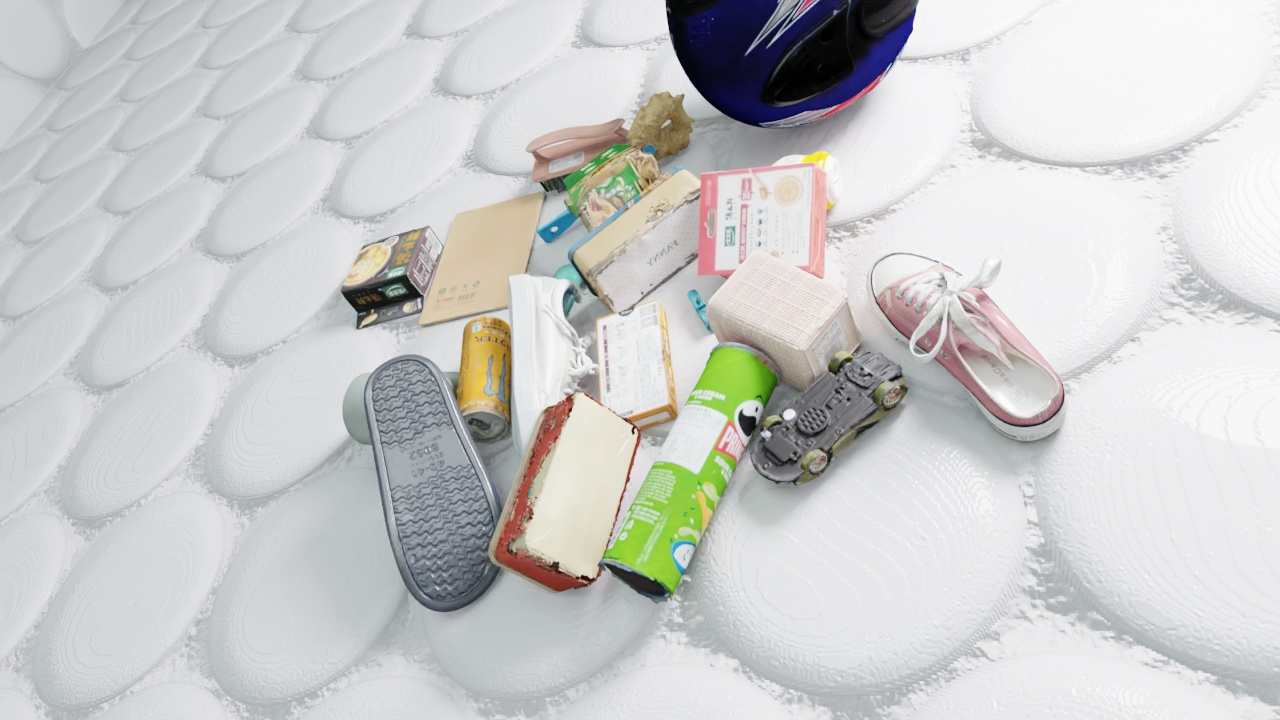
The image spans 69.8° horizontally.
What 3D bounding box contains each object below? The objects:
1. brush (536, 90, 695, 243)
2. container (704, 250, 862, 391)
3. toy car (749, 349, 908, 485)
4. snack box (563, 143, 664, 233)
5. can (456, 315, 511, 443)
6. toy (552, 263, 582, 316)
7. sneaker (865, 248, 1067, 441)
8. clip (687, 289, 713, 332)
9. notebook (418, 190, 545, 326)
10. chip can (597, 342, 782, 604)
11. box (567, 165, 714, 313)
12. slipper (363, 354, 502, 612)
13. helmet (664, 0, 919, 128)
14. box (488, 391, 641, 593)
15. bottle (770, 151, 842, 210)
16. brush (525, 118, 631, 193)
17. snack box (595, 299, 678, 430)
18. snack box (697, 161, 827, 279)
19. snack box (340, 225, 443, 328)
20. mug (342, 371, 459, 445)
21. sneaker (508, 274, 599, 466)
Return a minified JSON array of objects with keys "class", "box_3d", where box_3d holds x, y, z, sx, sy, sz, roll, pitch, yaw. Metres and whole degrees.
[{"class":"brush","box_3d":[-0.031,-0.240,1.164,0.254,0.083,0.046,-43,46,2]},{"class":"container","box_3d":[0.138,-0.034,0.866,0.111,0.090,0.090,29,71,40]},{"class":"toy car","box_3d":[0.165,0.051,0.808,0.158,0.042,0.070,-39,44,-7]},{"class":"snack box","box_3d":[-0.030,-0.192,1.095,0.117,0.118,0.105,-35,31,-2]},{"class":"can","box_3d":[-0.173,0.019,1.021,0.058,0.058,0.145,-19,46,15]},{"class":"toy","box_3d":[-0.097,-0.081,1.086,0.097,0.030,0.091,-6,48,35]},{"class":"sneaker","box_3d":[0.271,-0.036,0.788,0.118,0.088,0.241,-32,45,3]},{"class":"clip","box_3d":[0.066,-0.053,0.972,0.014,0.043,0.056,-30,47,4]},{"class":"notebook","box_3d":[-0.207,-0.137,1.213,0.148,0.008,0.207,-10,49,22]},{"class":"chip can","box_3d":[0.047,0.095,0.817,0.072,0.072,0.235,11,59,36]},{"class":"box","box_3d":[0.005,-0.129,1.025,0.184,0.090,0.059,-35,50,-4]},{"class":"slipper","box_3d":[-0.204,0.122,0.931,0.110,0.083,0.268,-20,68,-5]},{"class":"helmet","box_3d":[0.192,-0.403,1.036,0.316,0.240,0.246,-28,42,21]},{"class":"box","box_3d":[-0.063,0.116,0.833,0.080,0.091,0.168,-31,34,48]},{"class":"bottle","box_3d":[0.163,-0.192,1.004,0.109,0.063,0.063,-1,52,29]},{"class":"brush","box_3d":[-0.076,-0.276,1.211,0.146,0.073,0.063,-11,47,19]},{"class":"snack box","box_3d":[-0.006,0.006,0.959,0.075,0.026,0.153,-19,46,15]},{"class":"snack box","box_3d":[0.127,-0.142,0.959,0.127,0.044,0.113,1,87,29]},{"class":"snack box","box_3d":[-0.336,-0.114,1.244,0.113,0.053,0.125,-13,42,21]},{"class":"mug","box_3d":[-0.258,0.045,1.043,0.104,0.084,0.123,0,28,29]},{"class":"sneaker","box_3d":[-0.092,0.013,0.970,0.090,0.090,0.241,-1,58,-9]}]
